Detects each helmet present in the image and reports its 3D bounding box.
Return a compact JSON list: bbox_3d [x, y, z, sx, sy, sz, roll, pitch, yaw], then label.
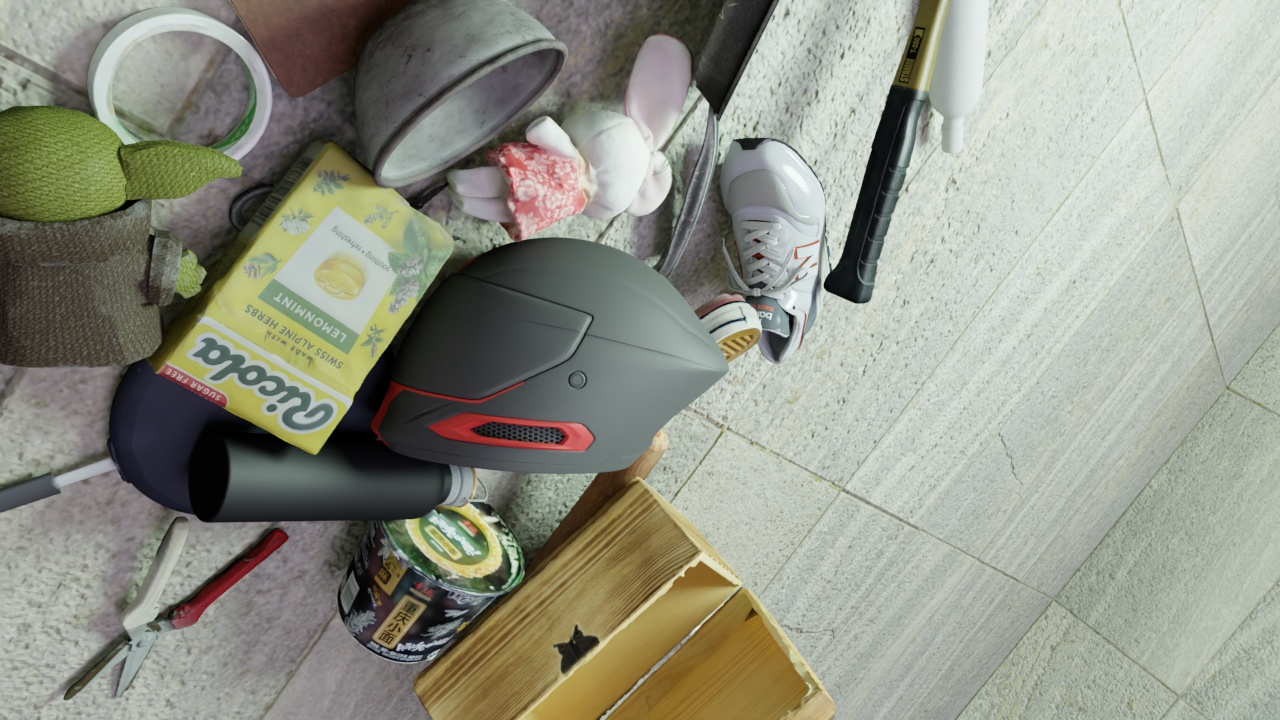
[{"bbox_3d":[-0.062,-0.008,0.699,0.264,0.164,0.170,6,94,-9],"label":"helmet"}]

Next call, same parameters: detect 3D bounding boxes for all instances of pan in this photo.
[{"bbox_3d":[0.066,-0.207,0.724,0.358,0.055,0.186,-62,-177,41],"label":"pan"},{"bbox_3d":[-0.334,0.063,0.626,0.355,0.021,0.199,-21,137,-27],"label":"pan"}]

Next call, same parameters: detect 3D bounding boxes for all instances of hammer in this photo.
[{"bbox_3d":[-0.070,0.169,0.887,0.157,0.037,0.302,6,130,-44],"label":"hammer"},{"bbox_3d":[0.229,-0.212,0.809,0.025,0.118,0.333,-4,115,-39],"label":"hammer"}]

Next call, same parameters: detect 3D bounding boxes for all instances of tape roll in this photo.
[{"bbox_3d":[-0.263,-0.153,0.528,0.093,0.018,0.094,-23,134,-27],"label":"tape roll"}]

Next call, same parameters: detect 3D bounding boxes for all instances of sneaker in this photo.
[{"bbox_3d":[0.122,-0.083,0.842,0.240,0.089,0.124,55,49,-52],"label":"sneaker"},{"bbox_3d":[-0.005,0.005,0.836,0.241,0.087,0.118,-36,156,19],"label":"sneaker"}]

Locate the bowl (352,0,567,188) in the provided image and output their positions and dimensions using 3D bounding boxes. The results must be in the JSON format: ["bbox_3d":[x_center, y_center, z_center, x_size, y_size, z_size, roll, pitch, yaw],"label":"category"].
[{"bbox_3d":[-0.123,-0.176,0.569,0.145,0.067,0.145,-35,-176,2],"label":"bowl"}]

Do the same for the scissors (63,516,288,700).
[{"bbox_3d":[-0.358,0.183,0.703,0.194,0.015,0.180,-27,147,-30],"label":"scissors"}]

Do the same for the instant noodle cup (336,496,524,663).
[{"bbox_3d":[-0.187,0.182,0.784,0.137,0.137,0.112,15,120,-47],"label":"instant noodle cup"}]

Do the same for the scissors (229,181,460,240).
[{"bbox_3d":[-0.209,-0.080,0.638,0.169,0.012,0.157,-54,140,7],"label":"scissors"}]

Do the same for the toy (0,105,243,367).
[{"bbox_3d":[-0.317,-0.064,0.503,0.179,0.078,0.153,-1,123,-23],"label":"toy"}]

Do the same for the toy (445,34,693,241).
[{"bbox_3d":[-0.046,-0.144,0.680,0.194,0.084,0.159,-26,147,-22],"label":"toy"}]

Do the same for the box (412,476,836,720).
[{"bbox_3d":[0.007,0.318,0.873,0.279,0.263,0.269,-44,157,-2],"label":"box"}]

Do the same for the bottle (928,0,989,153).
[{"bbox_3d":[0.312,-0.292,0.908,0.052,0.052,0.195,-34,138,-17],"label":"bottle"}]

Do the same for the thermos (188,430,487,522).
[{"bbox_3d":[-0.211,0.090,0.693,0.231,0.061,0.061,10,113,-48],"label":"thermos"}]

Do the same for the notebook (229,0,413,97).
[{"bbox_3d":[-0.148,-0.279,0.528,0.225,0.024,0.167,-36,140,-15],"label":"notebook"}]

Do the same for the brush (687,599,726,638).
[{"bbox_3d":[0.056,0.294,1.117,0.056,0.083,0.271,-46,140,-2],"label":"brush"}]

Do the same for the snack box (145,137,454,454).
[{"bbox_3d":[-0.211,-0.042,0.599,0.180,0.045,0.121,-56,133,-9],"label":"snack box"}]
